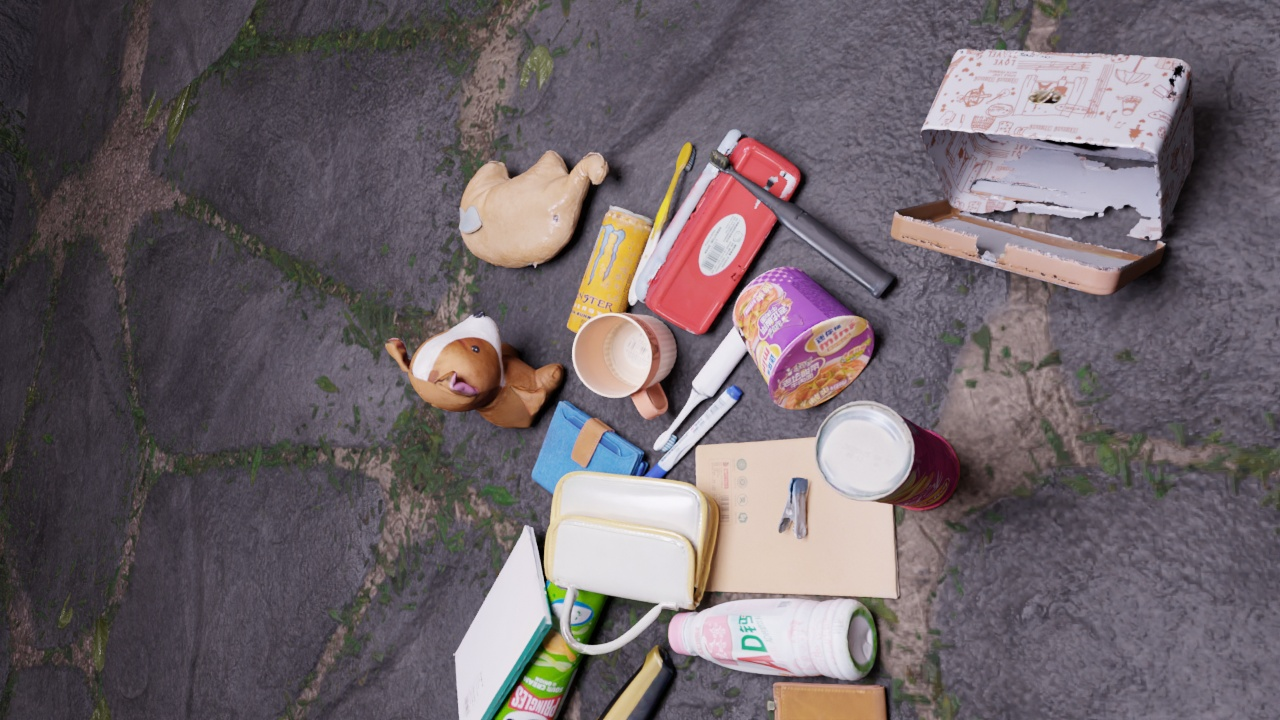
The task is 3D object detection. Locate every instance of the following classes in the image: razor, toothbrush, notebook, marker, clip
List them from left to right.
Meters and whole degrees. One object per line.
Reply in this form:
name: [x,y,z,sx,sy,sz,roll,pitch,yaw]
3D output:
notebook: [-0.157,0.307,1.009,0.209,0.012,0.150,-60,27,21]
razor: [-0.022,0.361,0.932,0.067,0.062,0.167,35,99,5]
toothbrush: [0.024,-0.148,1.000,0.016,0.018,0.191,14,82,45]
marker: [0.053,0.080,0.950,0.146,0.016,0.017,-48,57,19]
toothbrush: [0.080,0.008,0.937,0.221,0.026,0.026,-54,30,16]
notebook: [0.142,0.148,0.876,0.208,0.008,0.147,-8,77,35]
clip: [0.145,0.137,0.854,0.028,0.024,0.057,10,91,41]
toothbrush: [0.147,-0.133,0.865,0.212,0.027,0.026,40,80,12]

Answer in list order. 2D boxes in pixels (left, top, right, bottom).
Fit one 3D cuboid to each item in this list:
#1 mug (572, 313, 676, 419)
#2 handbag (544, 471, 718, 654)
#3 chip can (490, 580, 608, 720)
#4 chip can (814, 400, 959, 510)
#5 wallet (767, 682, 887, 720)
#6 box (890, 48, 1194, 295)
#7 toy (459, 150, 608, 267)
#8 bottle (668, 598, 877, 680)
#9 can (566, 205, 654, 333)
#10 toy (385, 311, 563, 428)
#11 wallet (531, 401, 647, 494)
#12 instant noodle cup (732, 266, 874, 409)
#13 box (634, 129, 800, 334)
mug: [-0.006,0.006,0.946,0.082,0.105,0.114,-30,84,17]
handbag: [-0.017,0.201,0.901,0.163,0.063,0.178,5,75,21]
chip can: [-0.103,0.329,0.986,0.072,0.072,0.236,27,97,37]
chip can: [0.198,0.079,0.715,0.071,0.210,0.071,-5,78,26]
wallet: [0.160,0.352,0.806,0.119,0.035,0.130,-10,74,35]
box: [0.307,-0.126,0.718,0.182,0.150,0.168,19,76,38]
toy: [-0.122,-0.180,1.092,0.226,0.082,0.143,-3,88,34]
bottle: [0.114,0.253,0.843,0.197,0.068,0.068,-11,75,39]
can: [-0.032,-0.094,1.021,0.058,0.058,0.146,23,95,37]
toy: [-0.178,0.011,1.023,0.140,0.199,0.130,17,95,37]
wallet: [-0.059,0.117,1.016,0.133,0.040,0.106,31,104,36]
instant noodle cup: [0.143,-0.026,0.852,0.112,0.111,0.099,-50,49,19]
box: [0.070,-0.137,0.954,0.202,0.095,0.099,-59,18,12]
